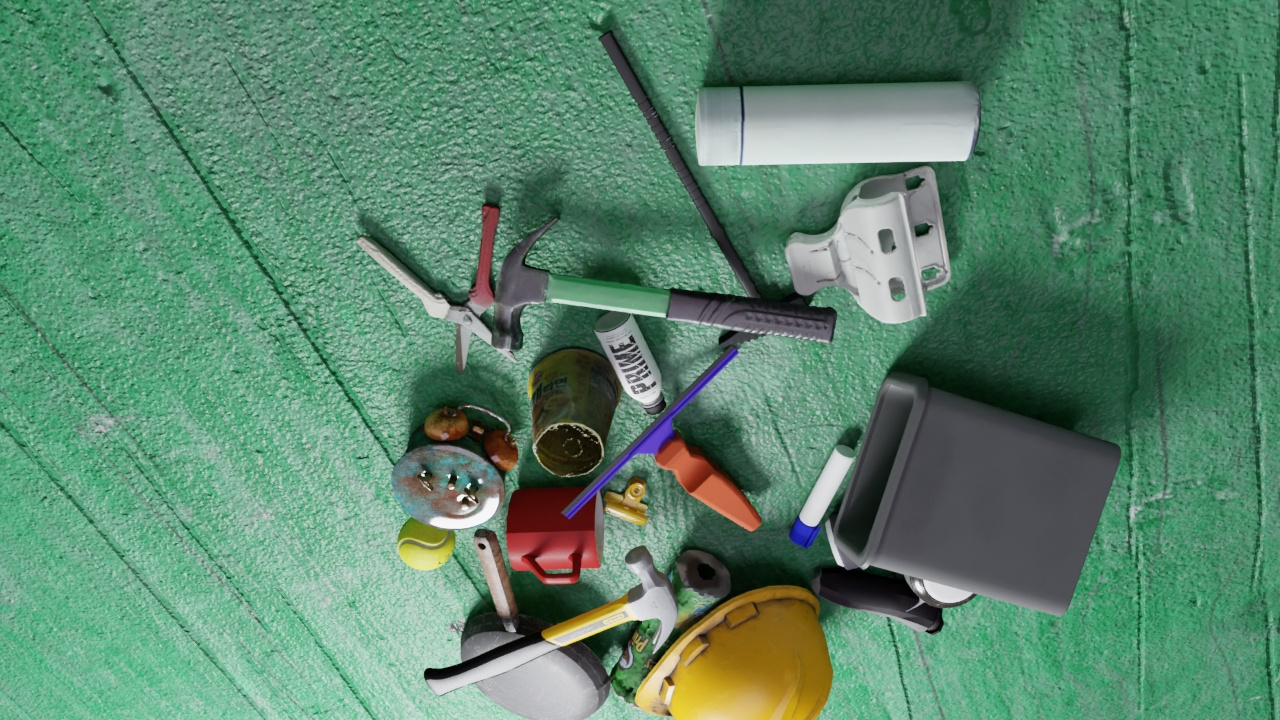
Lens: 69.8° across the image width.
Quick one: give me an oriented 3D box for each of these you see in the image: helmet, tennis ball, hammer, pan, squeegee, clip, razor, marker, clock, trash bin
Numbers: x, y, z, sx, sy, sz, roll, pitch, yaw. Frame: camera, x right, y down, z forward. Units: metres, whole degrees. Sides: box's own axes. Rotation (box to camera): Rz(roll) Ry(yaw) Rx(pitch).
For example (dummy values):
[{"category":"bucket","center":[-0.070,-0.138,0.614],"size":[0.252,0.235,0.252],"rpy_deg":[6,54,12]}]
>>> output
[{"category":"helmet","center":[0.128,0.391,1.067],"size":[0.256,0.131,0.205],"rpy_deg":[-46,132,15]},{"category":"tennis ball","center":[-0.245,0.207,1.051],"size":[0.065,0.065,0.065],"rpy_deg":[1,122,2]},{"category":"hammer","center":[0.045,-0.149,0.843],"size":[0.095,0.015,0.325],"rpy_deg":[-25,117,18]},{"category":"pan","center":[-0.151,0.333,1.108],"size":[0.208,0.040,0.357],"rpy_deg":[3,129,20]},{"category":"squeegee","center":[0.065,0.124,0.990],"size":[0.250,0.055,0.185],"rpy_deg":[-45,111,7]},{"category":"clip","center":[-0.012,0.156,1.037],"size":[0.054,0.048,0.046],"rpy_deg":[23,162,-10]},{"category":"razor","center":[0.279,0.277,1.080],"size":[0.156,0.057,0.060],"rpy_deg":[18,153,-9]},{"category":"marker","center":[0.202,0.152,1.017],"size":[0.027,0.023,0.133],"rpy_deg":[39,126,28]},{"category":"hammer","center":[0.024,-0.055,0.862],"size":[0.319,0.032,0.130],"rpy_deg":[8,98,-1]},{"category":"clock","center":[-0.196,0.113,0.986],"size":[0.121,0.073,0.158],"rpy_deg":[27,119,-13]},{"category":"clip","center":[0.208,-0.095,0.833],"size":[0.151,0.110,0.127],"rpy_deg":[-19,117,2]},{"category":"trash bin","center":[0.334,0.134,0.921],"size":[0.220,0.097,0.192],"rpy_deg":[17,94,-9]},{"category":"clock","center":[0.351,0.233,1.037],"size":[0.123,0.043,0.091],"rpy_deg":[-17,104,1]},{"category":"hammer","center":[-0.105,0.321,1.053],"size":[0.324,0.029,0.127],"rpy_deg":[-26,113,14]}]

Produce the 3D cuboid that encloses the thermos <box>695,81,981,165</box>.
[{"category":"thermos","center":[0.162,-0.199,0.774],"size":[0.230,0.067,0.068],"rpy_deg":[0,122,2]}]

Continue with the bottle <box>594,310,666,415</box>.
[{"category":"bottle","center":[-0.006,0.005,0.927],"size":[0.041,0.041,0.116],"rpy_deg":[-19,119,14]}]

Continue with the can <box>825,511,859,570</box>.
[{"category":"can","center":[0.273,0.186,1.012],"size":[0.127,0.064,0.064],"rpy_deg":[-18,119,14]}]

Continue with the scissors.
[{"category":"scissors","center":[-0.193,-0.074,0.902],"size":[0.179,0.015,0.200],"rpy_deg":[16,123,-8]}]

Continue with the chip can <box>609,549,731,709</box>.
[{"category":"chip can","center":[0.035,0.327,1.109],"size":[0.075,0.075,0.224],"rpy_deg":[19,122,-9]}]

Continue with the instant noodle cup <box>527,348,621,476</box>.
[{"category":"instant noodle cup","center":[-0.069,0.057,0.923],"size":[0.102,0.108,0.102],"rpy_deg":[0,123,0]}]

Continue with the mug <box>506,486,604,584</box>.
[{"category":"mug","center":[-0.094,0.196,1.007],"size":[0.096,0.116,0.081],"rpy_deg":[-3,127,4]}]
